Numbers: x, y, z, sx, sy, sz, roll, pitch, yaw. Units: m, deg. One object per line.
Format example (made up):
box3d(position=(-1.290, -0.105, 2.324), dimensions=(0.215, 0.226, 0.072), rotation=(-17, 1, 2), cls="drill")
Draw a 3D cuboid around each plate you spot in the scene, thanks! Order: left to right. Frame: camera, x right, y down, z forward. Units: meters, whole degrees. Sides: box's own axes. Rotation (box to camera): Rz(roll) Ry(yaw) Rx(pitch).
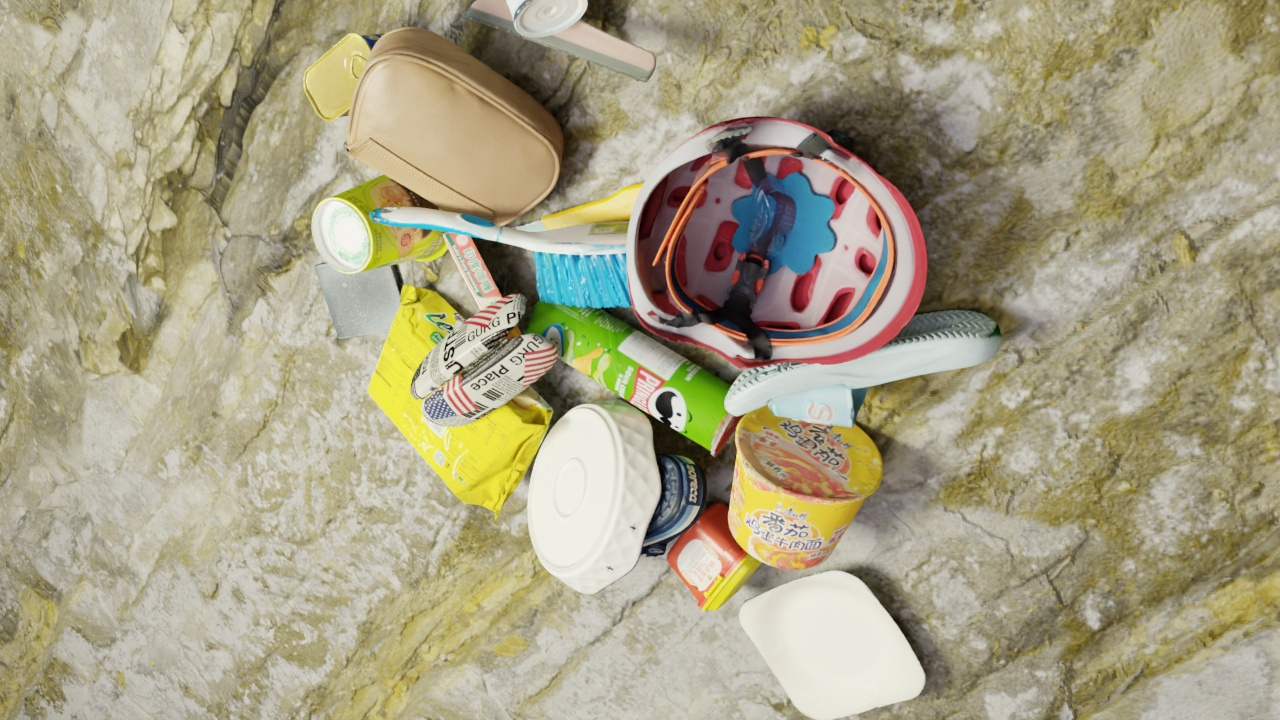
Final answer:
box3d(position=(-0.057, 0.137, 0.956), dimensions=(0.205, 0.045, 0.204), rotation=(-28, 55, 47), cls="plate")
box3d(position=(0.202, 0.295, 0.967), dimensions=(0.164, 0.034, 0.164), rotation=(-31, 94, 34), cls="plate")

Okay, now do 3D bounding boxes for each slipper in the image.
box3d(position=(-0.004, 0.162, 0.990), dimensions=(0.254, 0.095, 0.105), rotation=(-35, 47, 49), cls="slipper")
box3d(position=(0.194, 0.014, 0.816), dimensions=(0.246, 0.103, 0.074), rotation=(-13, 106, 25), cls="slipper")

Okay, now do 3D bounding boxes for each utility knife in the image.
box3d(position=(-0.055, -0.147, 0.926), dimensions=(0.202, 0.015, 0.033), rotation=(-9, 107, 30), cls="utility knife")

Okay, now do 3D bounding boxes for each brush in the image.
box3d(position=(-0.104, -0.106, 0.893), dimensions=(0.315, 0.060, 0.110), rotation=(-1, 126, 12), cls="brush")

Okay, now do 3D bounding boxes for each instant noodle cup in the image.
box3d(position=(-0.279, -0.145, 0.981), dimensions=(0.112, 0.123, 0.112), rotation=(11, 115, 23), cls="instant noodle cup")
box3d(position=(0.146, 0.122, 0.871), dimensions=(0.138, 0.137, 0.110), rotation=(24, 128, 17), cls="instant noodle cup")

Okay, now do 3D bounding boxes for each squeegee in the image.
box3d(position=(-0.042, -0.397, 0.801), dimensions=(0.248, 0.040, 0.250), rotation=(32, 118, 33), cls="squeegee")

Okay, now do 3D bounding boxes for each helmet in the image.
box3d(position=(0.116, -0.106, 0.782), dimensions=(0.240, 0.143, 0.207), rotation=(17, 117, 4), cls="helmet")

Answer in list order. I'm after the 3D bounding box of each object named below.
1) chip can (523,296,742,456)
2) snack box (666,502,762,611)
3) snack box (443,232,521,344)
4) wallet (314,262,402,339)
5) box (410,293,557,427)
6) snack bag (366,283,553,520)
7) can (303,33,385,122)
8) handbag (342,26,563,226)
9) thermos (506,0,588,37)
box3d(position=(-0.006, 0.005, 0.932), dimensions=(0.236, 0.072, 0.072), rotation=(31, 122, 14), cls="chip can")
box3d(position=(0.080, 0.205, 0.969), dimensions=(0.080, 0.081, 0.091), rotation=(43, 123, 18), cls="snack box")
box3d(position=(-0.163, -0.068, 0.982), dimensions=(0.027, 0.077, 0.156), rotation=(-28, 98, -6), cls="snack box")
box3d(position=(-0.332, -0.078, 1.103), dimensions=(0.121, 0.019, 0.097), rotation=(-6, 107, 27), cls="wallet")
box3d(position=(-0.159, 0.007, 0.936), dimensions=(0.162, 0.075, 0.086), rotation=(-33, 118, 20), cls="box")
box3d(position=(-0.213, 0.048, 1.037), dimensions=(0.246, 0.068, 0.158), rotation=(43, 124, 20), cls="snack bag")
box3d(position=(-0.280, -0.293, 0.943), dimensions=(0.102, 0.083, 0.057), rotation=(-23, 99, 33), cls="can")
box3d(position=(-0.179, -0.220, 0.888), dimensions=(0.204, 0.099, 0.148), rotation=(31, 123, -25), cls="handbag")
box3d(position=(-0.115, -0.396, 0.797), dimensions=(0.073, 0.073, 0.224), rotation=(-27, 80, 33), cls="thermos")
